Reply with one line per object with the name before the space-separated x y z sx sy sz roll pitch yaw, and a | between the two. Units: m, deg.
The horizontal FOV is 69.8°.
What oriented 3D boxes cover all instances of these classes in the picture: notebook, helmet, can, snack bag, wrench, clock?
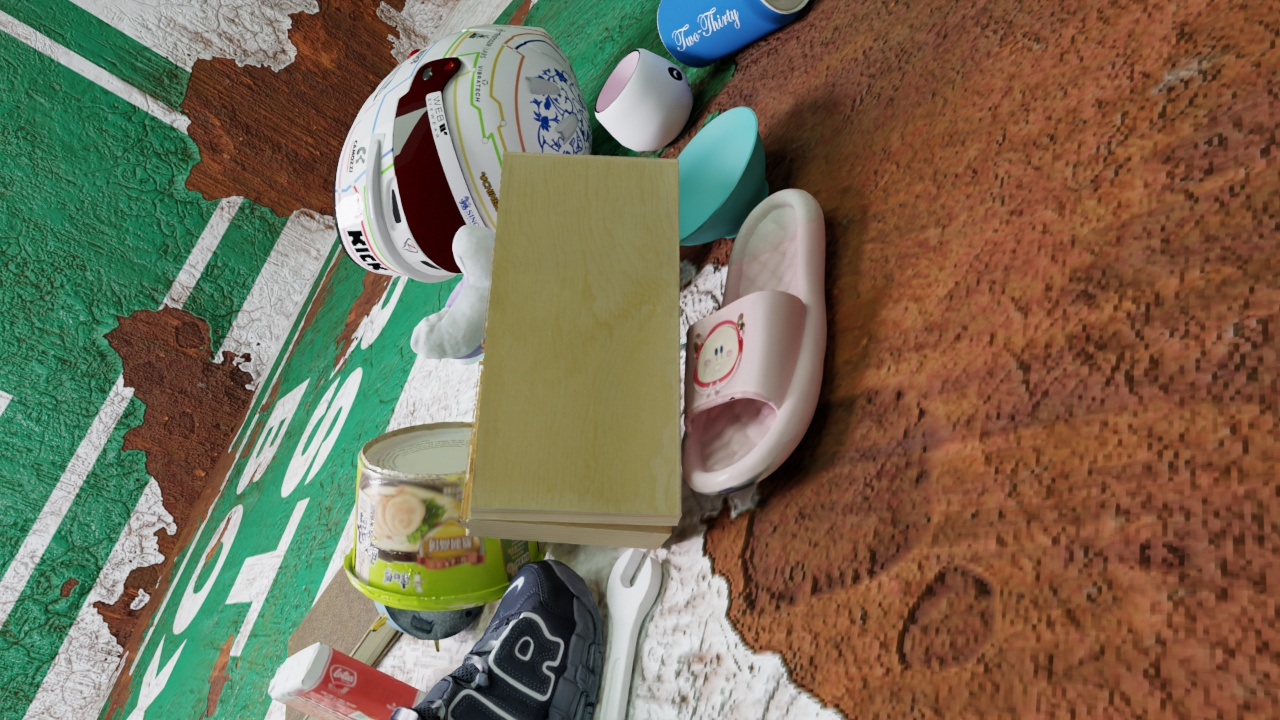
notebook | -0.303 0.258 0.949 0.216 0.034 0.190 -52 32 17
helmet | -0.172 -0.229 1.012 0.236 0.231 0.313 -3 48 19
can | 0.082 -0.322 0.828 0.146 0.079 0.078 -3 61 60
snack bag | -0.227 0.268 0.729 0.077 0.116 0.036 -34 30 41
wrench | -0.021 0.232 0.517 0.047 0.009 0.272 -32 37 44
clock | -0.172 0.172 0.760 0.052 0.088 0.124 -27 43 58

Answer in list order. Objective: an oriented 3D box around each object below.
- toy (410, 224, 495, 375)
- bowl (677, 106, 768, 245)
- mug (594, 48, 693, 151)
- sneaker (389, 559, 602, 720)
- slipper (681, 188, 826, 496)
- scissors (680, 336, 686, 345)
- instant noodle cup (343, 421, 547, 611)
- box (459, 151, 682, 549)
toy | -0.120 -0.045 0.825 0.209 0.085 0.137 32 -100 -78
bowl | 0.062 -0.128 0.698 0.121 0.046 0.121 -42 31 33
mug | 0.005 -0.257 0.900 0.090 0.076 0.123 -48 28 23
sneaker | -0.117 0.220 0.541 0.097 0.150 0.251 -35 33 42
slipper | 0.066 -0.017 0.568 0.107 0.055 0.221 -29 39 50
scissors | -0.001 -0.005 0.708 0.128 0.014 0.126 -28 43 36
instant noodle cup | -0.141 0.106 0.669 0.146 0.146 0.098 -149 57 -64
box | -0.038 -0.013 0.591 0.092 0.128 0.248 119 156 -62
